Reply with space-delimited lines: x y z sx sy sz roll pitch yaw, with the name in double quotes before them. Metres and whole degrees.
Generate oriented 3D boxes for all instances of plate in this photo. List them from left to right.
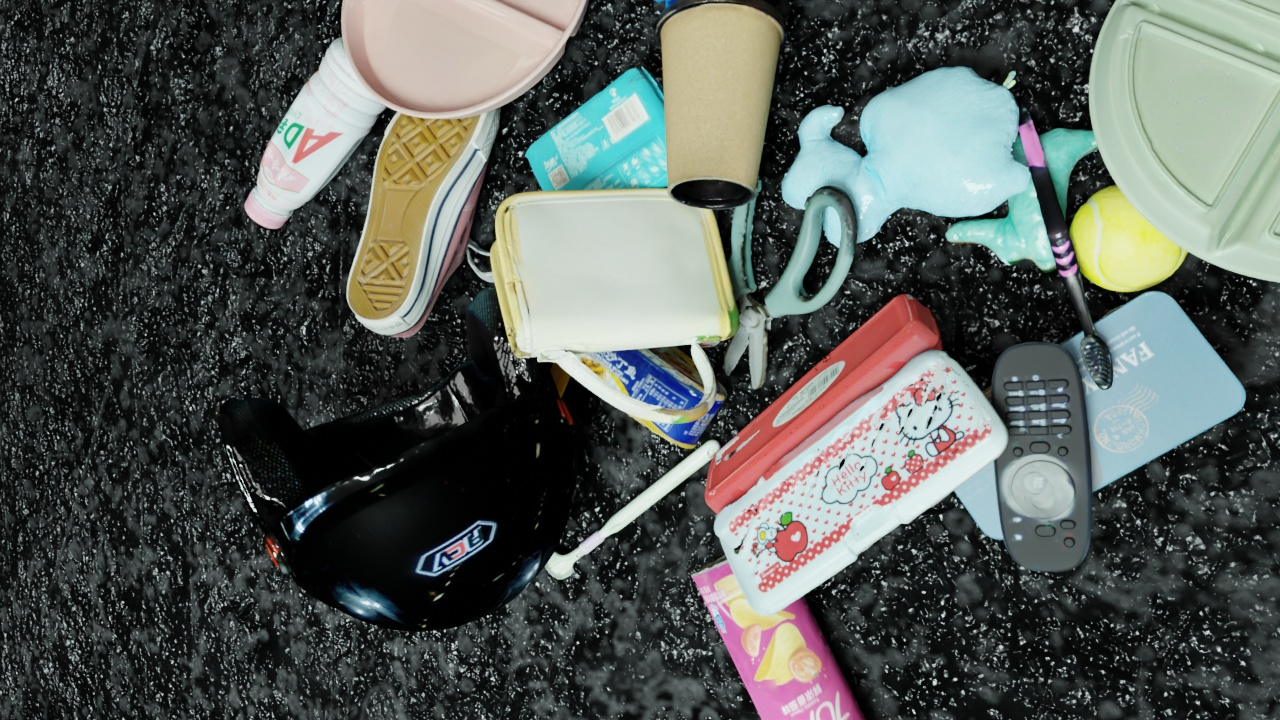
"plate" -0.140 -0.300 0.748 0.230 0.028 0.229 -4 77 18
"plate" 0.371 -0.155 0.499 0.230 0.027 0.230 -2 82 15

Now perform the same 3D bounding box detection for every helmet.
"helmet" -0.159 0.089 0.686 0.233 0.275 0.230 -27 105 -11

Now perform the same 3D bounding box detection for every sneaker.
"sneaker" -0.171 -0.127 0.772 0.118 0.088 0.240 10 75 18

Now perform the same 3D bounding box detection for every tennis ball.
"tennis ball" 0.294 -0.074 0.554 0.066 0.065 0.065 2 94 26

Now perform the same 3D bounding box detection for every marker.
"marker" -0.053 -0.021 0.758 0.018 0.015 0.124 28 103 18

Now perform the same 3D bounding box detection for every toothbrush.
"toothbrush" -0.008 0.120 0.743 0.190 0.020 0.029 -40 106 22
"toothbrush" 0.252 -0.073 0.552 0.014 0.017 0.189 -22 67 36

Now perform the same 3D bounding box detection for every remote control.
"remote control" 0.238 0.056 0.545 0.053 0.024 0.136 -3 93 25

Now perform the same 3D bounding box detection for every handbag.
"handbag" -0.016 -0.033 0.647 0.063 0.163 0.178 115 146 -59

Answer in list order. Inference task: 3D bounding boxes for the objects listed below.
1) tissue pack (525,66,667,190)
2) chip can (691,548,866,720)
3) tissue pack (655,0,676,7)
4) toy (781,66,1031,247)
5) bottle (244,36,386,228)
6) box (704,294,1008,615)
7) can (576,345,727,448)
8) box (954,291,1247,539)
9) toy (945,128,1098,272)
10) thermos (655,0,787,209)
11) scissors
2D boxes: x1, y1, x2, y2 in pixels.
"tissue pack" -0.021 -0.153 0.714 0.134 0.050 0.093 -30 82 25
"chip can" 0.113 0.235 0.660 0.072 0.071 0.210 -31 79 24
"tissue pack" 0.020 -0.336 0.682 0.095 0.052 0.157 -40 76 25
"toy" 0.178 -0.139 0.615 0.161 0.049 0.157 51 118 29
"bottle" -0.298 -0.201 0.841 0.197 0.068 0.068 -44 74 25
"box" 0.127 0.057 0.608 0.201 0.063 0.160 -44 30 23
"can" -0.004 0.004 0.703 0.148 0.074 0.049 38 105 19
"box" 0.275 0.032 0.573 0.185 0.063 0.090 -40 76 24
"toy" 0.249 -0.103 0.596 0.097 0.030 0.092 2 92 32
"thermos" 0.054 -0.183 0.640 0.093 0.093 0.143 -2 79 26
"scissors" 0.100 -0.060 0.654 0.172 0.019 0.177 1 96 48
